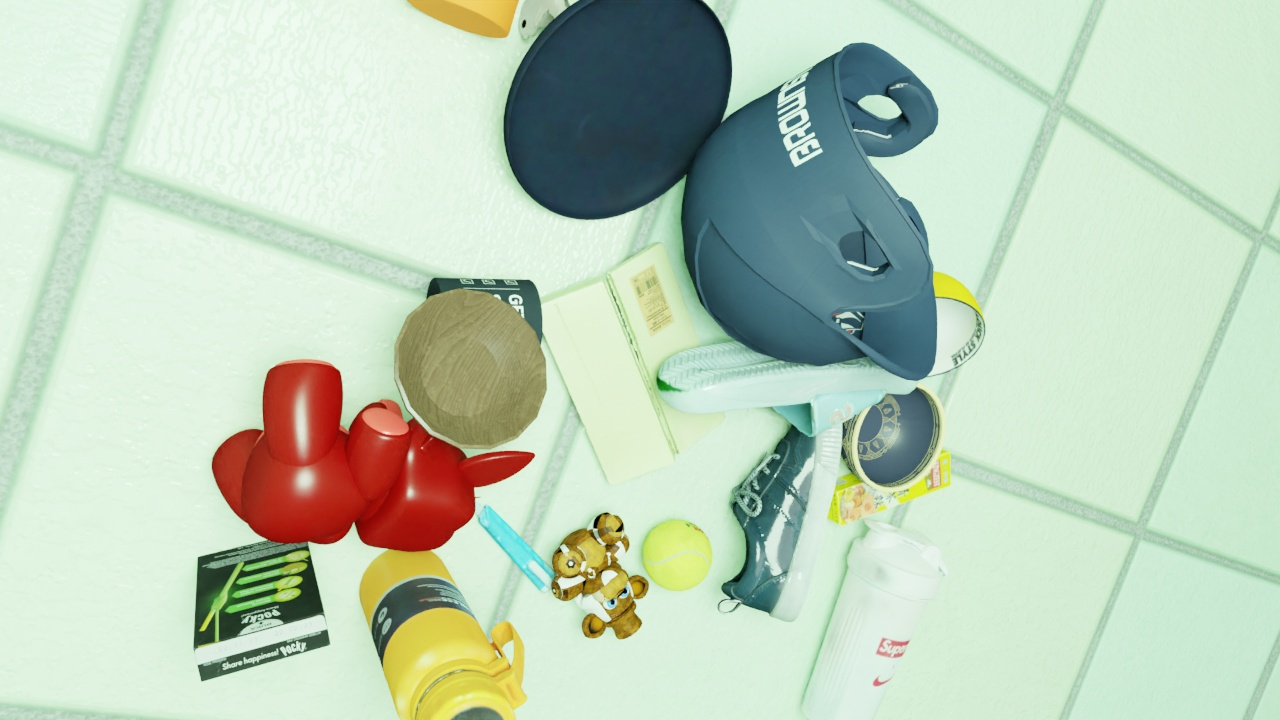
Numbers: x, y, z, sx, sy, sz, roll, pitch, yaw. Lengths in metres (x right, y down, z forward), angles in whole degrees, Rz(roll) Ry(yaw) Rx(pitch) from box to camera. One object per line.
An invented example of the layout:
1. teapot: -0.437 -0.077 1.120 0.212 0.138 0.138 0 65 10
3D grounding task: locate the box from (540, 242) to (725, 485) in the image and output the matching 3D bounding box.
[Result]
1. box: -0.002 0.006 0.809 0.140 0.047 0.188 -27 112 -19

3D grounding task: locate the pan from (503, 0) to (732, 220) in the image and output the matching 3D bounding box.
1. pan: 0.048 -0.204 0.764 0.355 0.021 0.199 -4 133 -36

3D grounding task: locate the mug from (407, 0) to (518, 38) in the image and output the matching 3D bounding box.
1. mug: -0.136 -0.301 0.665 0.112 0.077 0.096 18 95 1

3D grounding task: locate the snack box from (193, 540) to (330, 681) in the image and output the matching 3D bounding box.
1. snack box: -0.275 0.171 0.661 0.080 0.148 0.025 -11 106 -22

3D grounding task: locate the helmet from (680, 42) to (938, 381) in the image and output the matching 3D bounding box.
1. helmet: 0.155 -0.094 0.755 0.272 0.224 0.231 38 44 -20

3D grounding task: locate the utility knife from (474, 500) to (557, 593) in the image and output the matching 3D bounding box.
1. utility knife: -0.112 0.160 0.809 0.022 0.015 0.124 -46 114 -23

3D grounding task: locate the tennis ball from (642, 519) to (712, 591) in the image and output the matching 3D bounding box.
1. tennis ball: 0.034 0.181 0.851 0.065 0.065 0.065 -6 104 -23

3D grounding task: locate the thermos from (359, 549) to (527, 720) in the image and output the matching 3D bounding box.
1. thermos: -0.149 0.208 0.680 0.076 0.233 0.091 39 84 -26

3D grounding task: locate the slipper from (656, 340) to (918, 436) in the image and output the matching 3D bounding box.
1. slipper: 0.129 0.024 0.820 0.245 0.104 0.074 -5 114 -21

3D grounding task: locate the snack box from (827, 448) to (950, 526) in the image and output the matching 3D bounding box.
1. snack box: 0.259 0.130 0.962 0.147 0.029 0.040 -15 108 -21

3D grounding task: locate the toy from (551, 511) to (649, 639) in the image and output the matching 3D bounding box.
1. toy: -0.034 0.199 0.825 0.087 0.067 0.112 -36 102 -29

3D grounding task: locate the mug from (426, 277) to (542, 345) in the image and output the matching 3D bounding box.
1. mug: -0.122 -0.014 0.721 0.077 0.071 0.105 -1 70 -24

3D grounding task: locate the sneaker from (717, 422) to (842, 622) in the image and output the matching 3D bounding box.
1. sneaker: 0.132 0.132 0.877 0.087 0.089 0.235 15 79 4

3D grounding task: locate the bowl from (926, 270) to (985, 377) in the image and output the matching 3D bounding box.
1. bowl: 0.269 -0.044 0.895 0.117 0.067 0.117 1 139 1

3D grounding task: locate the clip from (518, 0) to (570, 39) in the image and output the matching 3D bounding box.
1. clip: -0.074 -0.273 0.707 0.040 0.101 0.054 -6 148 -21

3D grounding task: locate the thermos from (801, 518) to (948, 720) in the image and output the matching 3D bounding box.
1. thermos: 0.241 0.279 0.956 0.099 0.099 0.220 14 101 -27

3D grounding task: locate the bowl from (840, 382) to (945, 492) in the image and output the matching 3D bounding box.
1. bowl: 0.242 0.069 0.922 0.112 0.061 0.112 -6 104 -23

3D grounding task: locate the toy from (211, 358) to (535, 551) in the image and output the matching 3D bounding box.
1. toy: -0.203 0.085 0.691 0.197 0.120 0.159 18 131 -36

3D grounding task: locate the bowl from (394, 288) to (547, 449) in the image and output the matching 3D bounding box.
1. bowl: -0.126 0.008 0.661 0.117 0.030 0.117 10 71 -32
